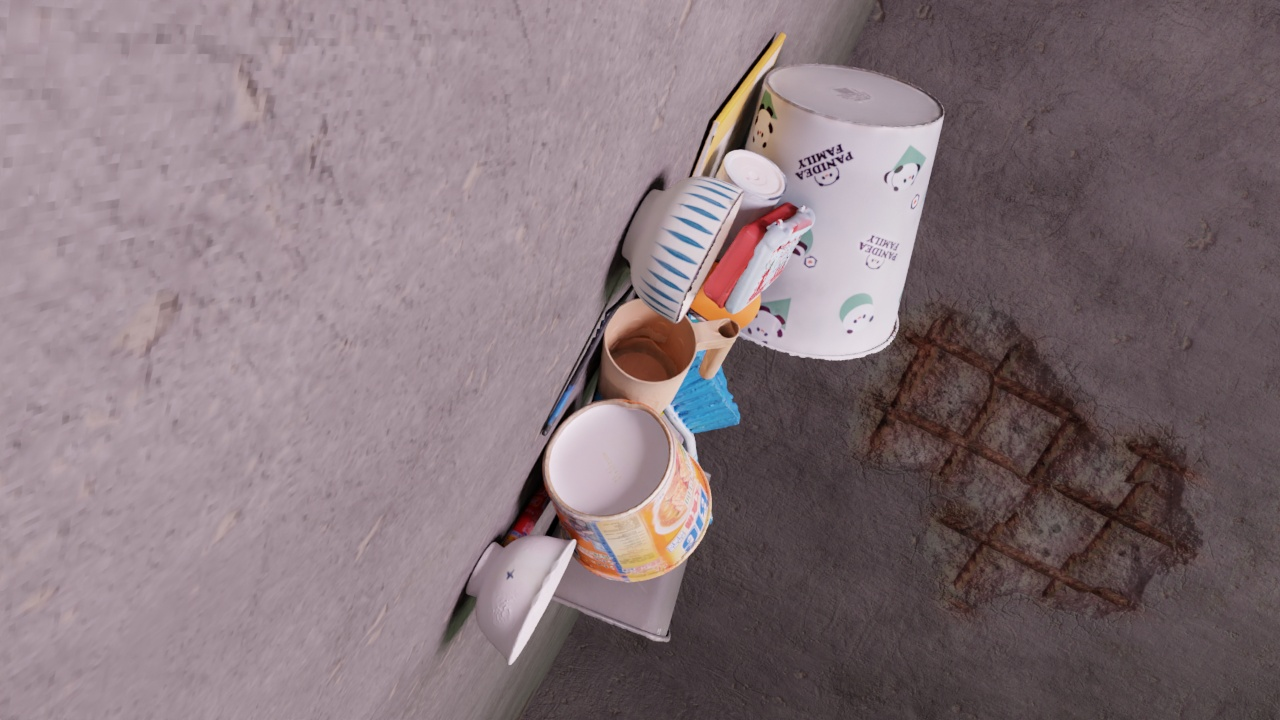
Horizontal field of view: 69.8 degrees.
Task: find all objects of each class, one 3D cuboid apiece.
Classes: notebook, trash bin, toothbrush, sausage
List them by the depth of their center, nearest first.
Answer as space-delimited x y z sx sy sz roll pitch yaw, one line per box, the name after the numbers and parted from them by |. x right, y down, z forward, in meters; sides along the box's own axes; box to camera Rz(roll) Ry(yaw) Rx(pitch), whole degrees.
-0.037 -0.021 0.767 0.189 0.016 0.014 -60 -177 -1 | toothbrush
-0.097 0.136 0.886 0.155 0.020 0.020 -57 172 -46 | sausage
0.089 -0.230 0.935 0.205 0.010 0.146 -58 173 -43 | notebook
0.200 -0.167 0.991 0.228 0.230 0.252 -56 159 -52 | trash bin
-0.018 0.227 1.214 0.199 0.199 0.219 89 22 -81 | trash bin

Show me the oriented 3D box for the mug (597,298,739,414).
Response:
0.022 -0.001 0.859 0.104 0.124 0.084 108 -30 -65 | mug

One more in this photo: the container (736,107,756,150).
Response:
0.173 -0.271 1.123 0.111 0.090 0.090 -50 166 -55 | container

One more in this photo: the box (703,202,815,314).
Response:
0.114 -0.096 0.817 0.087 0.047 0.200 -57 172 23 | box

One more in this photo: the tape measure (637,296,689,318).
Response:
0.020 -0.046 0.914 0.039 0.057 0.057 107 -5 -67 | tape measure

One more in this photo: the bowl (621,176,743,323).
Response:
0.027 -0.094 0.719 0.116 0.066 0.116 -62 175 -10 | bowl

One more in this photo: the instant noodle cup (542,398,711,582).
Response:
-0.018 0.113 0.842 0.151 0.151 0.111 -61 153 -24 | instant noodle cup

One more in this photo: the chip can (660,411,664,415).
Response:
0.035 0.005 1.220 0.073 0.073 0.216 -66 175 22 | chip can

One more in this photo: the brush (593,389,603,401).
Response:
-0.025 0.053 0.965 0.073 0.055 0.144 -60 174 -39 | brush

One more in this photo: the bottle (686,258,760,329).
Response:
0.053 -0.074 0.868 0.149 0.067 0.067 21 97 -47 | bottle

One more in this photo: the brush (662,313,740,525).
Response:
0.066 0.079 1.049 0.060 0.109 0.315 -94 158 -50 | brush

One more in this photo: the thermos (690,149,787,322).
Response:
0.069 -0.110 0.948 0.073 0.073 0.225 -58 178 -44 | thermos

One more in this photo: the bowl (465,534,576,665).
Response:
-0.111 0.194 0.794 0.118 0.065 0.118 -62 174 -13 | bowl

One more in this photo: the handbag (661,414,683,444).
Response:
0.053 0.061 1.492 0.196 0.098 0.145 -62 172 -25 | handbag
